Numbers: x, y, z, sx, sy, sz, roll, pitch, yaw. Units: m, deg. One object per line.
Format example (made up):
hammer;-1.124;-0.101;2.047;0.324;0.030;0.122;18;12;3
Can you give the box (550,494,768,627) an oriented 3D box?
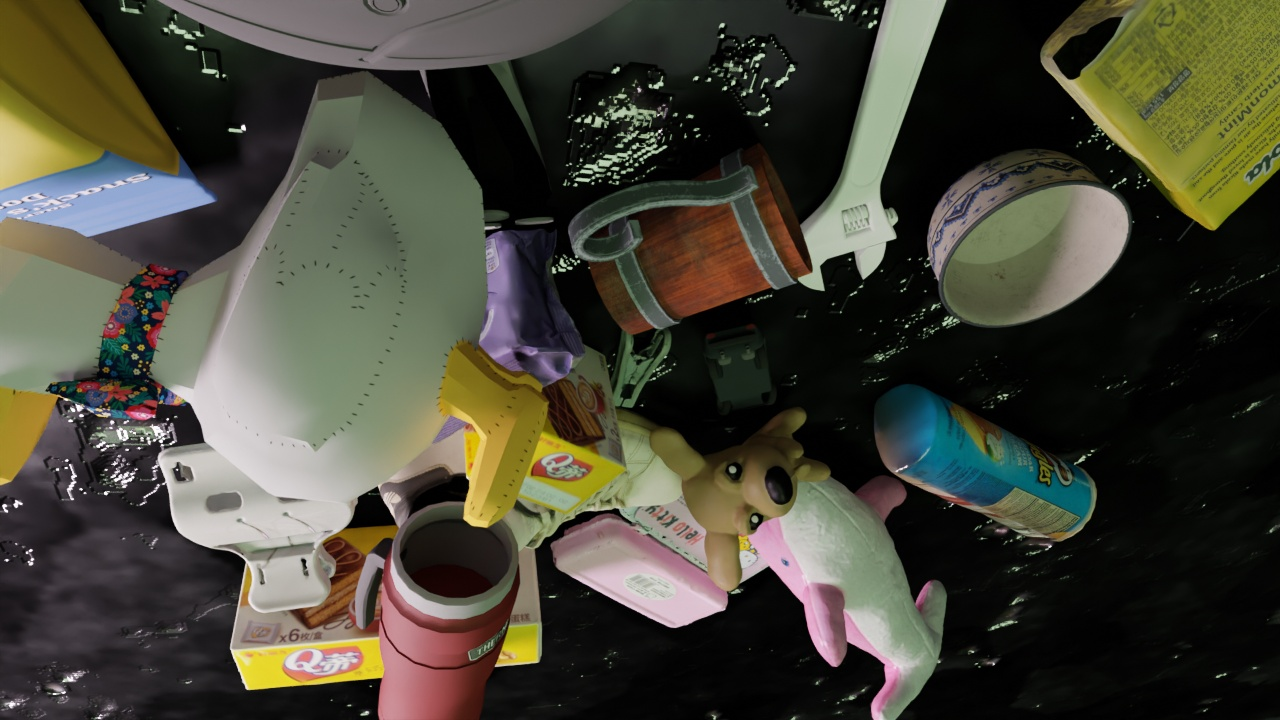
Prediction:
box;0.033;0.177;0.828;0.155;0.044;0.201;-31;135;20

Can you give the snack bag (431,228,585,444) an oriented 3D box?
snack bag;-0.129;0.002;0.561;0.206;0.096;0.058;-25;143;16

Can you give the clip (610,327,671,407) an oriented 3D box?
clip;-0.004;0.004;0.644;0.035;0.023;0.075;5;138;-18

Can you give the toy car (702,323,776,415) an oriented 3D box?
toy car;0.070;0.006;0.650;0.046;0.034;0.112;-13;154;6

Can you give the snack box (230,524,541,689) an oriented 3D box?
snack box;-0.199;0.193;0.746;0.230;0.110;0.062;-3;132;-9

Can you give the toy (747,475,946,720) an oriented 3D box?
toy;0.169;0.186;0.803;0.128;0.186;0.265;-12;123;49

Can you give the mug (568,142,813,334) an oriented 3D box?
mug;0.025;-0.071;0.517;0.111;0.081;0.117;-22;156;18

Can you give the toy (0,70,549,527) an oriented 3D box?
toy;-0.171;-0.017;0.427;0.267;0.141;0.246;26;91;-9

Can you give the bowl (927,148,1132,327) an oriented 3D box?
bowl;0.232;-0.082;0.570;0.115;0.059;0.116;-6;138;-6

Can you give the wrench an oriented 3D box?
wrench;0.136;-0.145;0.512;0.066;0.018;0.274;-2;137;-9

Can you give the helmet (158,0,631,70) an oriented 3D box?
helmet;-0.081;-0.184;0.312;0.264;0.164;0.170;-1;167;-18

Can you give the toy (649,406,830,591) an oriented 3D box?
toy;0.082;0.086;0.685;0.108;0.134;0.106;-31;-169;-39

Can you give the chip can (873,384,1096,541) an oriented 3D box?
chip can;0.284;0.089;0.762;0.229;0.079;0.080;24;128;-32

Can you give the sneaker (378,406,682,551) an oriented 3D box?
sneaker;-0.071;0.093;0.667;0.241;0.102;0.089;7;136;-19

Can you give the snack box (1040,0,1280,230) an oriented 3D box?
snack box;0.307;-0.163;0.497;0.180;0.045;0.121;25;115;-32

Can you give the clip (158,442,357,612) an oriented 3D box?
clip;-0.266;0.109;0.677;0.125;0.091;0.152;-6;125;-4

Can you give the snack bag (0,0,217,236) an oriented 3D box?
snack bag;-0.317;-0.108;0.406;0.159;0.102;0.205;-14;155;4

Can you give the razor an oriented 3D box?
razor;-0.084;-0.133;0.455;0.057;0.060;0.156;-5;120;10

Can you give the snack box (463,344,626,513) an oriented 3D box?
snack box;-0.065;0.033;0.600;0.083;0.105;0.061;28;124;-36

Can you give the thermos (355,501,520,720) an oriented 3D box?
thermos;-0.144;0.180;0.622;0.108;0.083;0.199;28;132;11
